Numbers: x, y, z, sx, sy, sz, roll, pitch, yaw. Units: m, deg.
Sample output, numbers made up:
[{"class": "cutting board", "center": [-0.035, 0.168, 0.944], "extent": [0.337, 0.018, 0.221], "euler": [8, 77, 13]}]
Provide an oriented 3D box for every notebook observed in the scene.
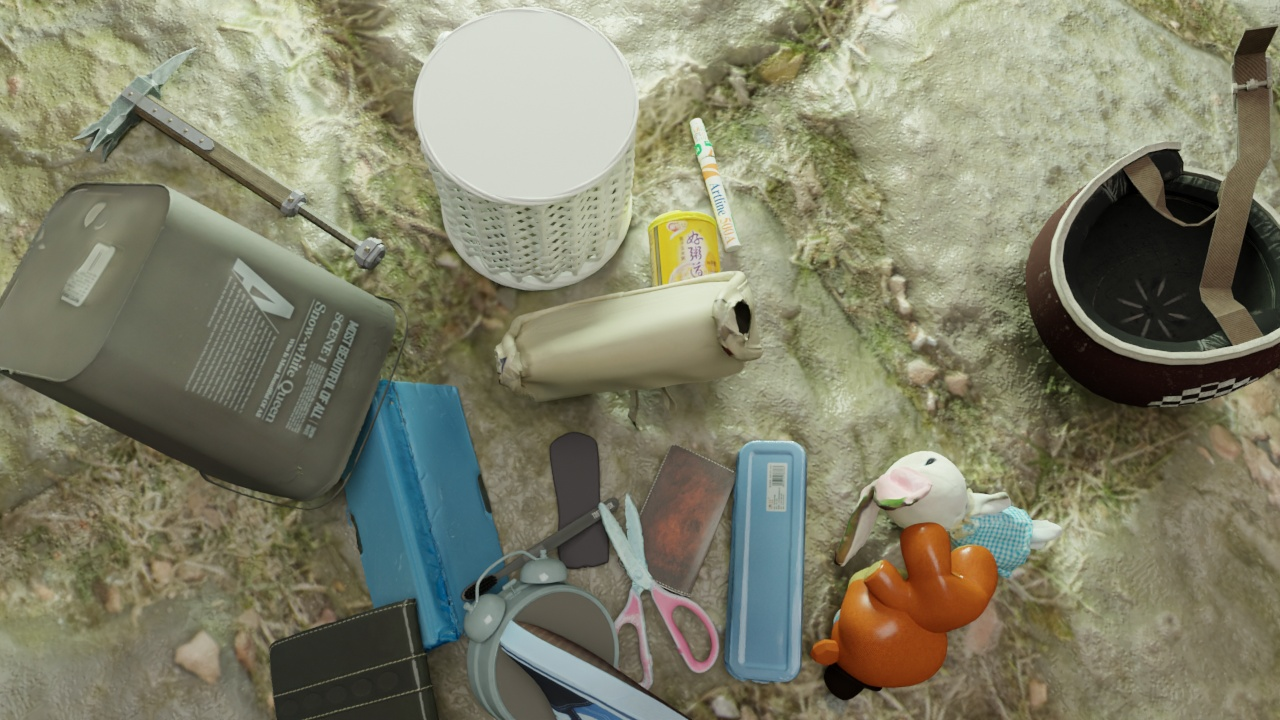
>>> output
[{"class": "notebook", "center": [-0.224, 0.311, 0.729], "extent": [0.170, 0.029, 0.209], "euler": [-22, 72, 22]}]

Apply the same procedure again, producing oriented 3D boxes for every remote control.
[{"class": "remote control", "center": [-0.056, 0.126, 0.838], "extent": [0.046, 0.009, 0.124], "euler": [-6, 74, -5]}]

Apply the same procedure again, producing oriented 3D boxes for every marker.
[{"class": "marker", "center": [0.075, -0.179, 0.931], "extent": [0.017, 0.017, 0.145], "euler": [-13, 75, -7]}]

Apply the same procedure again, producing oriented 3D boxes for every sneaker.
[{"class": "sneaker", "center": [-0.026, 0.295, 0.711], "extent": [0.241, 0.083, 0.098], "euler": [41, 74, -24]}]

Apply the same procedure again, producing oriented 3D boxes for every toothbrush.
[{"class": "toothbrush", "center": [-0.082, 0.160, 0.790], "extent": [0.167, 0.013, 0.013], "euler": [-28, 87, -34]}]

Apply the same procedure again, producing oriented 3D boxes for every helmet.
[{"class": "helmet", "center": [0.459, -0.081, 0.798], "extent": [0.234, 0.253, 0.233], "euler": [-26, 70, 15]}]

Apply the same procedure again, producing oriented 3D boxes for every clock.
[{"class": "clock", "center": [-0.083, 0.231, 0.752], "extent": [0.122, 0.045, 0.159], "euler": [-32, 105, -31]}]

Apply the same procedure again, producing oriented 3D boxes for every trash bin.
[{"class": "trash bin", "center": [-0.344, -0.016, 0.718], "extent": [0.198, 0.220, 0.197], "euler": [7, 70, 30]}]

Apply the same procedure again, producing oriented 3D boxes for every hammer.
[{"class": "hammer", "center": [-0.380, -0.185, 0.901], "extent": [0.317, 0.028, 0.146], "euler": [33, 75, 6]}]

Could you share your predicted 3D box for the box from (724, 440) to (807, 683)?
[{"class": "box", "center": [0.113, 0.178, 0.818], "extent": [0.069, 0.064, 0.209], "euler": [0, 71, 14]}]

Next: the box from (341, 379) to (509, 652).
[{"class": "box", "center": [-0.187, 0.136, 0.812], "extent": [0.110, 0.094, 0.231], "euler": [-2, 67, -46]}]

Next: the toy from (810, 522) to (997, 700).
[{"class": "toy", "center": [0.217, 0.217, 0.765], "extent": [0.112, 0.096, 0.176], "euler": [29, 99, -27]}]

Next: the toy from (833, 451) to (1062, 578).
[{"class": "toy", "center": [0.281, 0.127, 0.817], "extent": [0.205, 0.131, 0.105], "euler": [10, 52, -13]}]

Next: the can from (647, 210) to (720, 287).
[{"class": "can", "center": [0.044, -0.084, 0.875], "extent": [0.067, 0.068, 0.105], "euler": [-3, 74, -4]}]

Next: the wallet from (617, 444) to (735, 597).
[{"class": "wallet", "center": [0.035, 0.144, 0.832], "extent": [0.072, 0.019, 0.123], "euler": [24, 74, 4]}]

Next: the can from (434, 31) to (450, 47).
[{"class": "can", "center": [-0.164, -0.310, 0.947], "extent": [0.095, 0.032, 0.032], "euler": [20, 73, 3]}]

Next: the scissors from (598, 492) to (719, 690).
[{"class": "scissors", "center": [-0.012, 0.204, 0.799], "extent": [0.108, 0.016, 0.179], "euler": [-30, 87, 2]}]

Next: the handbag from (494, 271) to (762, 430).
[{"class": "handbag", "center": [-0.005, 0.004, 0.766], "extent": [0.229, 0.183, 0.132], "euler": [-13, 94, 18]}]

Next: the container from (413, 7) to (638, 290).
[{"class": "container", "center": [-0.098, -0.184, 0.833], "extent": [0.189, 0.187, 0.189], "euler": [1, 73, -3]}]
